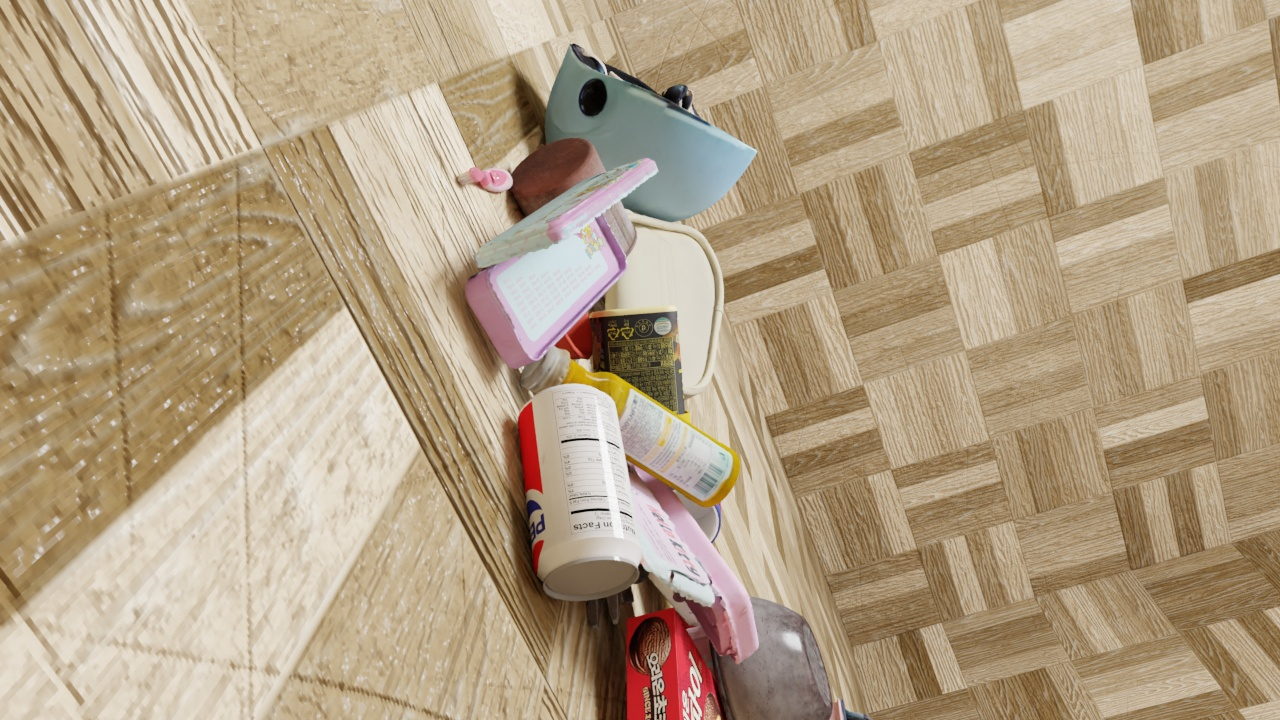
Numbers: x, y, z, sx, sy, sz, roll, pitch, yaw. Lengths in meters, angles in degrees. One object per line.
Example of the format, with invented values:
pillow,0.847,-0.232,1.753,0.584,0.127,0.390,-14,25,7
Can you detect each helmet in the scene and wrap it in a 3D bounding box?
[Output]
helmet,0.204,0.483,0.950,0.229,0.153,0.255,-81,149,-64
helmet,0.003,-0.245,1.057,0.225,0.167,0.266,11,16,-45

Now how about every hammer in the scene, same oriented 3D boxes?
hammer,0.015,0.300,0.674,0.119,0.031,0.331,38,37,-71

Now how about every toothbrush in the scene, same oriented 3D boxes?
toothbrush,-0.127,-0.152,0.764,0.135,0.016,0.021,-63,133,-79

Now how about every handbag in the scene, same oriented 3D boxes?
handbag,-0.005,-0.046,1.005,0.184,0.132,0.228,31,48,-47

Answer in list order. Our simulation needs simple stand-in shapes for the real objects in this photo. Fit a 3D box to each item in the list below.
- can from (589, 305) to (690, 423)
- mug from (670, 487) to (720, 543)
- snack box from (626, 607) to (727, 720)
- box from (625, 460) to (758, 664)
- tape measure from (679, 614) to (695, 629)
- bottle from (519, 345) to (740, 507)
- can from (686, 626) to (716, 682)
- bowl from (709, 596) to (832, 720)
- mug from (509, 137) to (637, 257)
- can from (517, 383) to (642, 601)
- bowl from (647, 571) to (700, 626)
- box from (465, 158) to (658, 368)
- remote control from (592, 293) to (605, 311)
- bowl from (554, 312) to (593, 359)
can,-0.005,0.005,0.811,0.131,0.072,0.101,-166,-109,-81
mug,0.045,0.167,0.953,0.076,0.075,0.112,-73,168,-73
snack box,0.031,0.273,0.625,0.151,0.036,0.133,-92,161,-53
box,0.017,0.128,0.713,0.156,0.059,0.201,58,-5,-37
tape measure,0.052,0.254,0.946,0.051,0.019,0.059,-4,75,-80
bottle,-0.007,0.050,0.712,0.186,0.053,0.053,33,26,-21
can,0.057,0.275,0.799,0.067,0.067,0.076,52,22,-61
bowl,0.111,0.255,0.745,0.144,0.067,0.145,-19,90,-77
mug,-0.073,-0.149,0.880,0.123,0.096,0.110,29,-30,46
can,-0.042,0.086,0.613,0.070,0.070,0.132,57,17,-53
bowl,0.045,0.205,0.847,0.105,0.054,0.105,46,-9,9
box,-0.039,-0.084,0.685,0.090,0.093,0.213,61,27,-14
remote control,-0.049,-0.077,1.044,0.136,0.011,0.050,48,24,-65
bowl,-0.079,-0.053,0.771,0.122,0.035,0.122,-19,89,-80
